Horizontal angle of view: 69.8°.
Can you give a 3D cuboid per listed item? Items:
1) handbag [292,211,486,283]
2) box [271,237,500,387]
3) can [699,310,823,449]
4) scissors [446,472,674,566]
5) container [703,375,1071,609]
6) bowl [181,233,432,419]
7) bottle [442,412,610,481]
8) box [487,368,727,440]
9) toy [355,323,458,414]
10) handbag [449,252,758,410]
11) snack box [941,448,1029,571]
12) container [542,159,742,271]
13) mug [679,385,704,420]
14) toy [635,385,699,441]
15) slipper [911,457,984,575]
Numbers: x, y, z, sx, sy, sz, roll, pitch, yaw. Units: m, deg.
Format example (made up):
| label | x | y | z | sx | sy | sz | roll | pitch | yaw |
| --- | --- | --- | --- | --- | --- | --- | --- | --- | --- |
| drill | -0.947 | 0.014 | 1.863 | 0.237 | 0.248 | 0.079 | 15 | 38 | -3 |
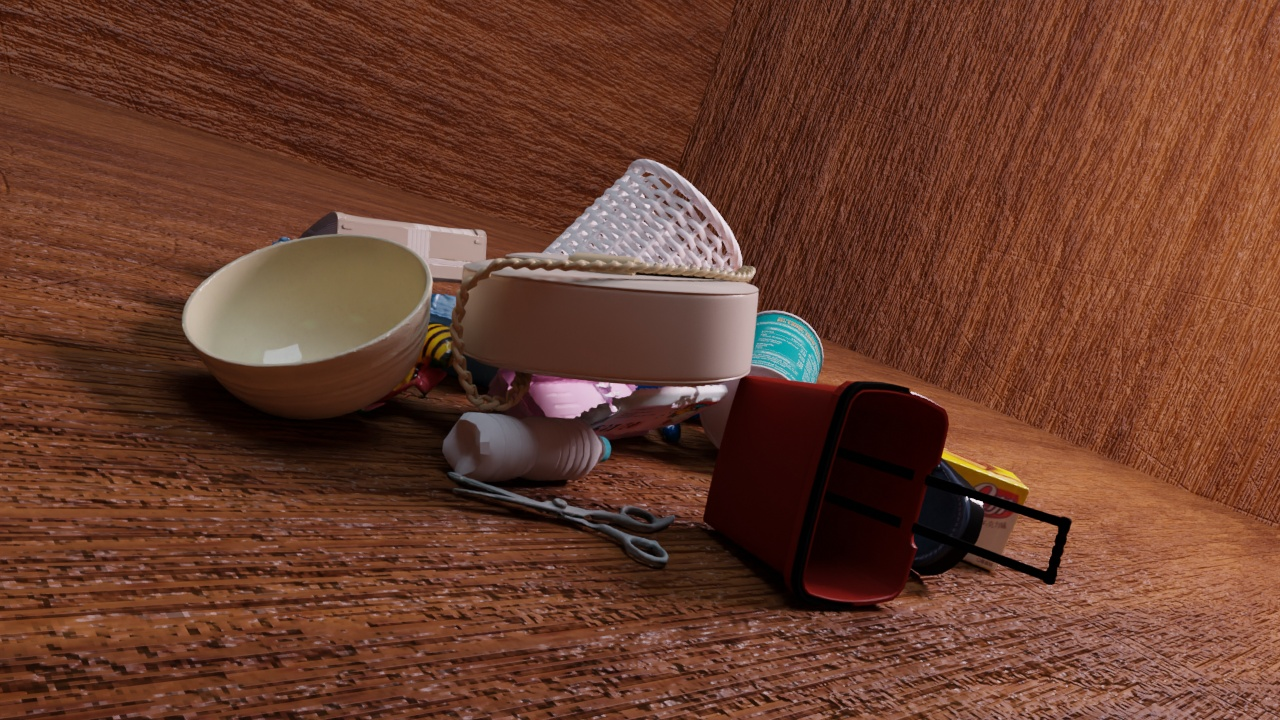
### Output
| label | x | y | z | sx | sy | sz | roll | pitch | yaw |
| --- | --- | --- | --- | --- | --- | --- | --- | --- | --- |
| handbag | -0.298 | -0.118 | 0.994 | 0.198 | 0.062 | 0.175 | 7 | 5 | 43 |
| box | -0.214 | -0.025 | 0.825 | 0.231 | 0.060 | 0.175 | 18 | -16 | -7 |
| can | 0.122 | 0.022 | 0.897 | 0.099 | 0.099 | 0.143 | 21 | 27 | 7 |
| scissors | -0.043 | 0.093 | 0.582 | 0.153 | 0.014 | 0.130 | 24 | 10 | 6 |
| container | 0.151 | 0.088 | 0.600 | 0.127 | 0.148 | 0.201 | 14 | 2 | -39 |
| bowl | -0.205 | -0.013 | 0.592 | 0.151 | 0.075 | 0.150 | -1 | 38 | 0 |
| bottle | -0.070 | 0.060 | 0.622 | 0.044 | 0.044 | 0.136 | 27 | 11 | 36 |
| box | -0.018 | 0.024 | 0.763 | 0.111 | 0.101 | 0.201 | 50 | 20 | 19 |
| toy | -0.181 | 0.003 | 0.665 | 0.103 | 0.046 | 0.084 | -19 | 27 | -15 |
| handbag | -0.023 | -0.026 | 0.669 | 0.211 | 0.103 | 0.208 | 6 | 9 | 8 |
| snack box | 0.286 | 0.130 | 0.842 | 0.106 | 0.084 | 0.061 | 20 | 9 | 6 |
| container | -0.007 | -0.114 | 1.123 | 0.189 | 0.186 | 0.189 | 43 | -12 | 11 |
| mug | 0.089 | 0.041 | 1.004 | 0.095 | 0.078 | 0.112 | 14 | 30 | -32 |
| toy | -0.005 | 0.005 | 0.906 | 0.176 | 0.113 | 0.071 | 41 | 13 | 20 |
| slipper | 0.189 | 0.085 | 0.806 | 0.083 | 0.109 | 0.265 | 33 | 8 | -22 |
